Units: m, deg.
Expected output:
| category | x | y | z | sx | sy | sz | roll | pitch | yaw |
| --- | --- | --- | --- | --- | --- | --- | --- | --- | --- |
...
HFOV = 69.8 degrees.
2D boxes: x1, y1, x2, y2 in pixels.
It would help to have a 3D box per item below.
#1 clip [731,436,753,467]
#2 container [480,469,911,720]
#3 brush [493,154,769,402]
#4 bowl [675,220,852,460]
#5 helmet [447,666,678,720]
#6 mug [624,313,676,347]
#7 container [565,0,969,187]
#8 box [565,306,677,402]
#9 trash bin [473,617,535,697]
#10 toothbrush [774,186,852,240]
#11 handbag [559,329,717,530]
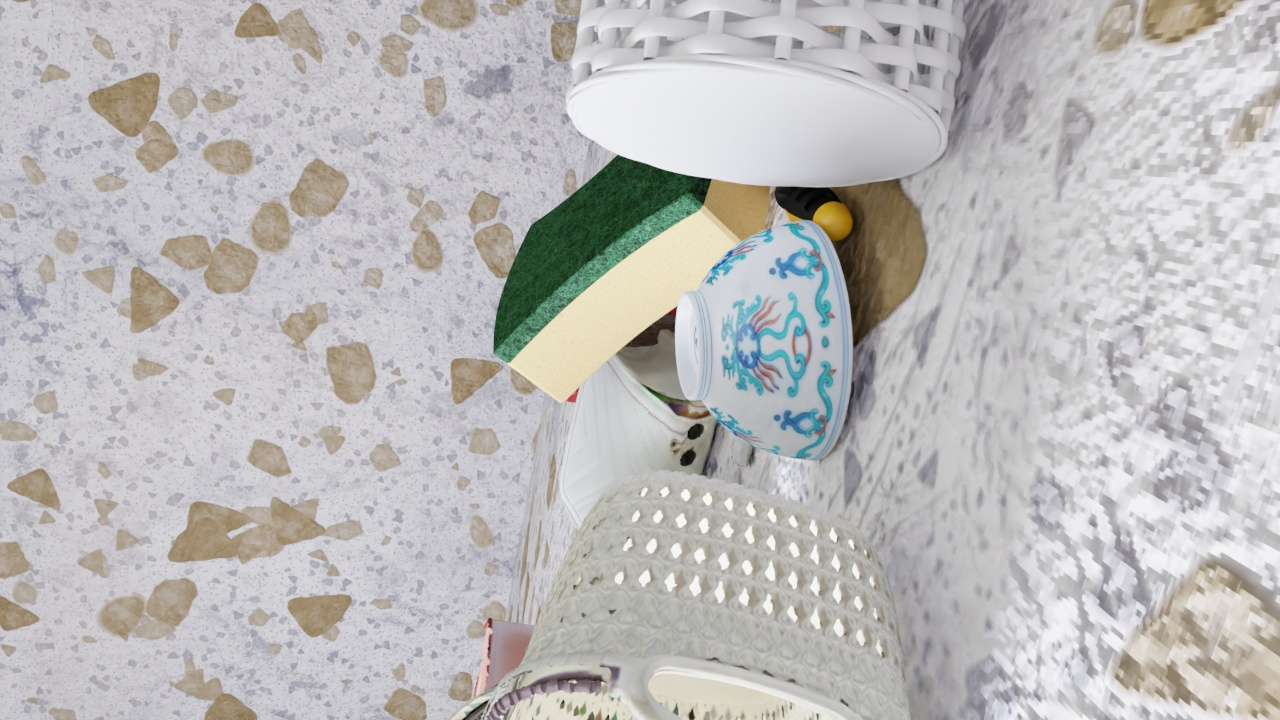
| category | x | y | z | sx | sy | sz | roll | pitch | yaw |
| --- | --- | --- | --- | --- | --- | --- | --- | --- | --- |
| clip | 0.074 | 0.022 | 0.672 | 0.054 | 0.040 | 0.102 | -126 | 45 | -59 |
| container | 0.020 | 0.168 | 0.435 | 0.252 | 0.185 | 0.143 | 108 | 176 | -45 |
| brush | -0.011 | -0.102 | 0.776 | 0.251 | 0.075 | 0.194 | -36 | 29 | 30 |
| bowl | 0.063 | -0.010 | 0.547 | 0.144 | 0.074 | 0.144 | 176 | 91 | -81 |
| helmet | -0.061 | 0.323 | 0.672 | 0.224 | 0.193 | 0.236 | -65 | -14 | 12 |
| mug | -0.005 | 0.005 | 0.928 | 0.096 | 0.110 | 0.123 | -87 | 10 | -59 |
| container | 0.066 | -0.200 | 0.451 | 0.189 | 0.189 | 0.186 | 175 | 102 | -80 |
| box | -0.031 | -0.027 | 1.038 | 0.117 | 0.135 | 0.157 | -166 | 87 | -75 |
| trash bin | -0.105 | 0.419 | 0.975 | 0.259 | 0.157 | 0.182 | -108 | 29 | -67 |
| toothbrush | 0.103 | -0.112 | 0.616 | 0.031 | 0.031 | 0.196 | 57 | -174 | -22 |
| handbag | 0.004 | 0.083 | 0.830 | 0.142 | 0.096 | 0.199 | 49 | 133 | 49 |
